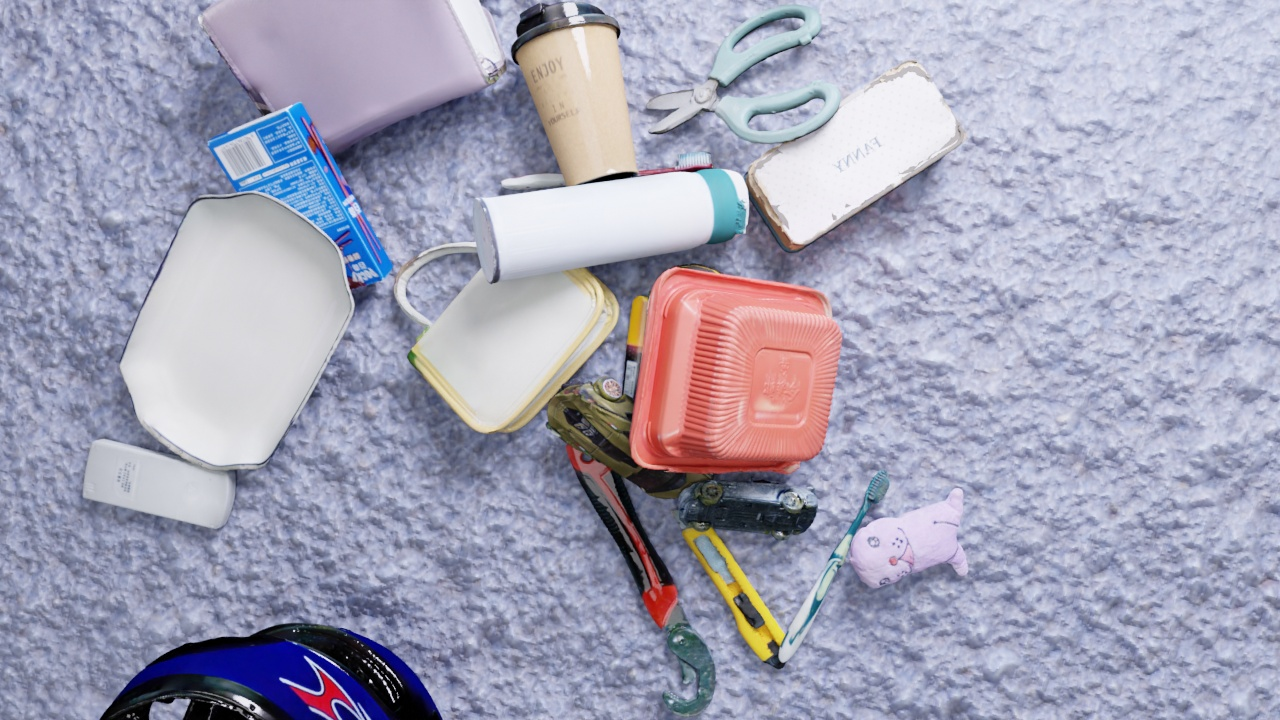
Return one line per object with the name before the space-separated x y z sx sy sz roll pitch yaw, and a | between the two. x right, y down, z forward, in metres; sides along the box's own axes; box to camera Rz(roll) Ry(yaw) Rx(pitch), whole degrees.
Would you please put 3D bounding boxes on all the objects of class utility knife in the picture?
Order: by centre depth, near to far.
utility knife | 0.081 0.202 0.816 0.033 0.015 0.173 -34 92 1

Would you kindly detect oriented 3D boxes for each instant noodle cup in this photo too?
instant noodle cup | 0.091 0.016 0.738 0.188 0.079 0.164 4 96 -32

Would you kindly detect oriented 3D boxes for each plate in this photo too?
plate | -0.343 -0.023 0.789 0.162 0.034 0.266 34 111 -2

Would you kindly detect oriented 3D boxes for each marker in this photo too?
marker | -0.005 0.005 0.810 0.018 0.015 0.124 11 97 28

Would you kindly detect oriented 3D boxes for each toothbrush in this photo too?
toothbrush | -0.030 -0.165 0.800 0.187 0.016 0.017 -5 85 4
toothbrush | 0.170 0.181 0.803 0.016 0.018 0.191 29 90 -9

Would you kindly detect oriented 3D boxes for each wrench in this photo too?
wrench | 0.003 0.190 0.820 0.056 0.016 0.273 -23 92 0

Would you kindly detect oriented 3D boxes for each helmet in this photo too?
helmet | -0.271 0.331 0.729 0.247 0.240 0.315 -15 103 4

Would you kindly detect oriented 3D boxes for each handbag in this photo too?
handbag | -0.227 -0.262 0.752 0.197 0.098 0.145 -18 109 16
handbag | -0.128 -0.043 0.799 0.179 0.063 0.163 43 95 15

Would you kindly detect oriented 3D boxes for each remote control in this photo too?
remote control | -0.440 0.113 0.840 0.135 0.019 0.056 12 94 3

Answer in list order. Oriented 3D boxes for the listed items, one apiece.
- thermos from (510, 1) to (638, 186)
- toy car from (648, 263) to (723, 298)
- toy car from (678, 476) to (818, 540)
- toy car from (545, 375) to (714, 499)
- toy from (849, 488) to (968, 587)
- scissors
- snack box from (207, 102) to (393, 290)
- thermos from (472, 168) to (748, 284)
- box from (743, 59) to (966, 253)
thermos | -0.049 -0.215 0.757 0.093 0.093 0.143 -14 90 4
toy car | 0.040 -0.005 0.792 0.071 0.041 0.156 3 99 3
toy car | 0.093 0.125 0.791 0.120 0.054 0.036 3 49 -3
toy car | -0.007 0.070 0.781 0.158 0.042 0.070 32 131 -10
toy | 0.231 0.161 0.790 0.108 0.039 0.084 -16 106 -9
scissors | 0.085 -0.243 0.773 0.178 0.019 0.169 4 72 26
snack box | -0.284 -0.129 0.774 0.085 0.026 0.157 -15 117 19
thermos | -0.019 -0.114 0.743 0.224 0.073 0.073 -12 93 -18
box | 0.170 -0.164 0.767 0.184 0.062 0.090 -31 91 7
